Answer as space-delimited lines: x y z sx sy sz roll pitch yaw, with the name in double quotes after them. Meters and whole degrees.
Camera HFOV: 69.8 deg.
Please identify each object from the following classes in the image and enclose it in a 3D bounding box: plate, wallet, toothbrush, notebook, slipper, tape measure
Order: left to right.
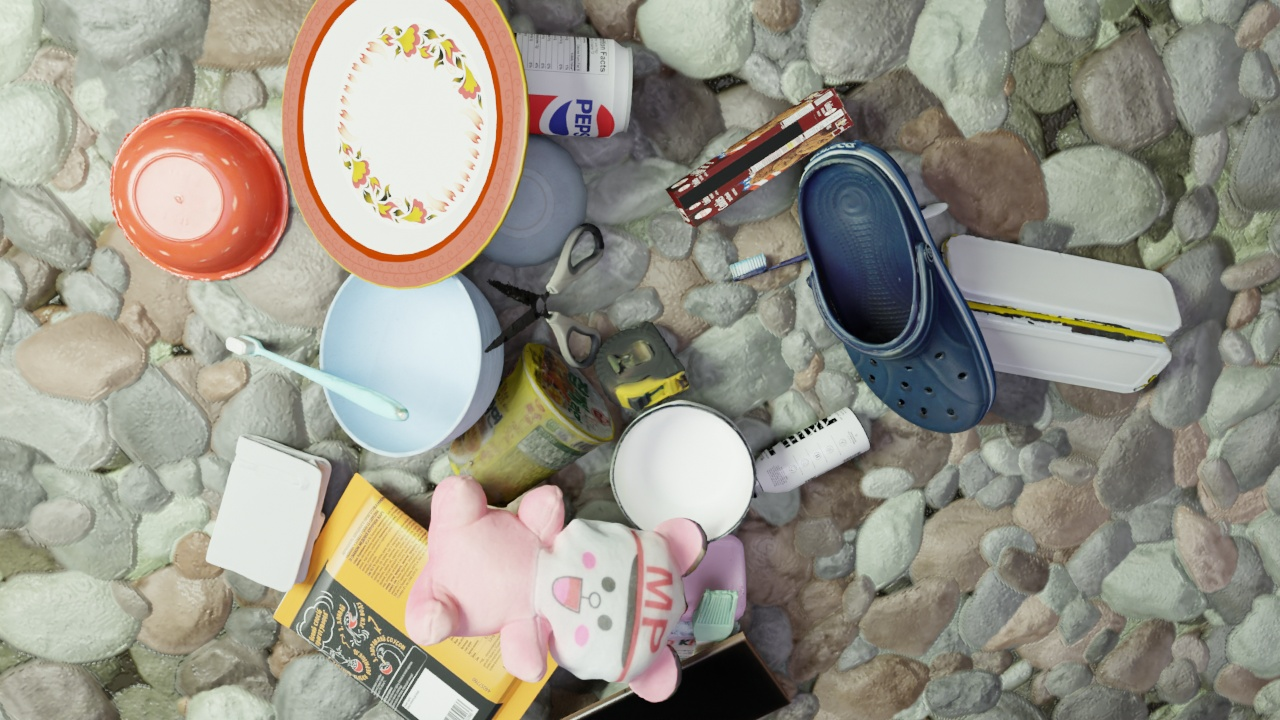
-0.299 0.122 0.746 0.086 0.032 0.116 23 101 5 "wallet"
-0.242 0.012 0.683 0.181 0.016 0.016 19 98 24 "toothbrush"
-0.167 -0.166 0.643 0.230 0.021 0.230 5 99 30 "plate"
-0.004 0.004 0.731 0.062 0.067 0.038 -27 147 -5 "tape measure"
0.017 0.311 0.792 0.209 0.008 0.141 -27 133 4 "notebook"
0.163 -0.100 0.750 0.189 0.016 0.017 -18 94 -1 "toothbrush"
0.184 -0.041 0.703 0.105 0.095 0.253 -15 112 37 "slipper"

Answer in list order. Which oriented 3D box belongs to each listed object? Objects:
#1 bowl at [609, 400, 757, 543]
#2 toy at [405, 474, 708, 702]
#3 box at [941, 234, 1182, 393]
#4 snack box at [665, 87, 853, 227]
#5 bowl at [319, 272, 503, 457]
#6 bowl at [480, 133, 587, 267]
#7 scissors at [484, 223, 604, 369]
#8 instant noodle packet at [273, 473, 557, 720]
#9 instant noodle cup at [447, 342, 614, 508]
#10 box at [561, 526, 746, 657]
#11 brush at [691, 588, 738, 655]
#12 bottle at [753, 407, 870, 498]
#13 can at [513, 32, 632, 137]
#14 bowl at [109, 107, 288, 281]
0.037 0.086 0.745 0.116 0.065 0.116 1 97 7 "bowl"
-0.060 0.167 0.682 0.213 0.084 0.141 12 69 -10 "toy"
0.343 -0.040 0.780 0.210 0.079 0.084 10 142 -7 "box"
0.090 -0.157 0.710 0.141 0.051 0.032 -33 104 2 "snack box"
-0.161 -0.003 0.695 0.151 0.074 0.150 -2 86 26 "bowl"
-0.093 -0.122 0.705 0.106 0.039 0.106 -1 103 -6 "bowl"
-0.063 -0.043 0.690 0.013 0.157 0.169 8 148 25 "scissors"
-0.181 0.217 0.745 0.221 0.032 0.160 35 106 7 "instant noodle packet"
-0.091 0.056 0.724 0.108 0.102 0.102 -42 104 15 "instant noodle cup"
-0.015 0.204 0.792 0.201 0.103 0.100 3 63 -7 "box"
0.048 0.267 0.782 0.033 0.012 0.218 4 127 -7 "brush"
0.134 0.083 0.776 0.116 0.041 0.041 -28 104 1 "bottle"
-0.075 -0.202 0.672 0.132 0.070 0.070 2 103 -6 "can"
-0.332 -0.120 0.678 0.130 0.045 0.130 -1 103 -6 "bowl"
